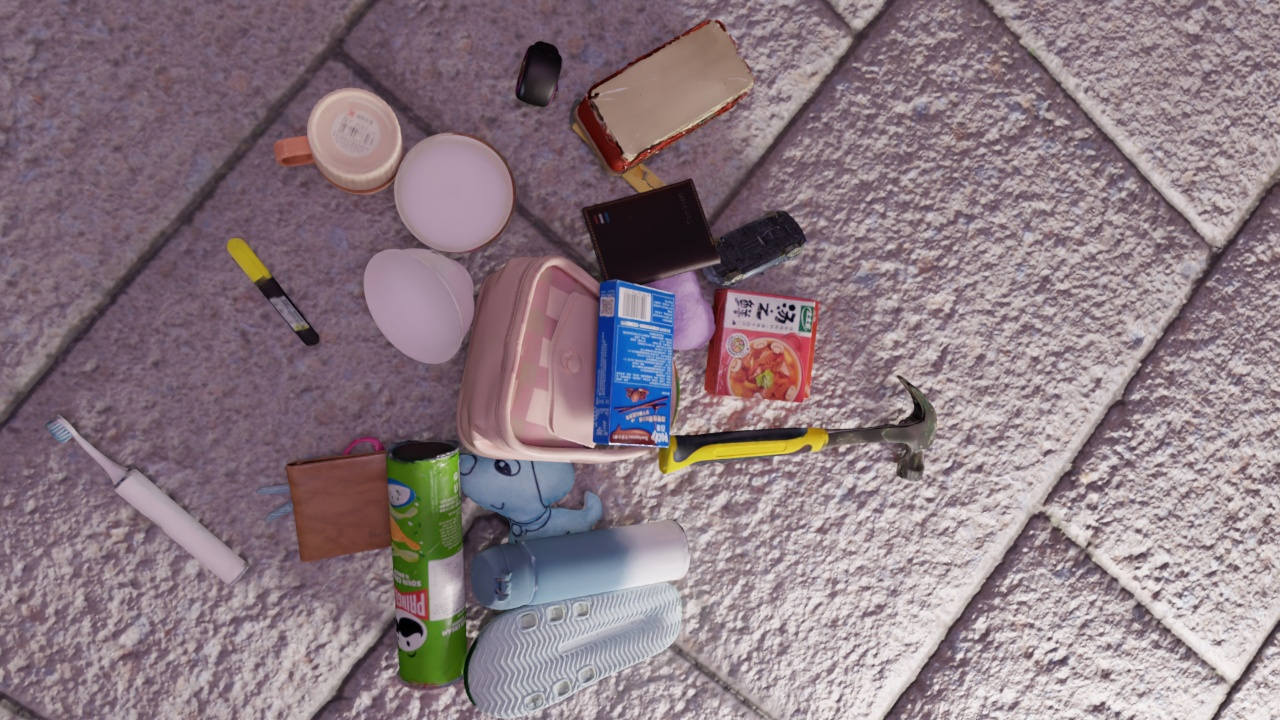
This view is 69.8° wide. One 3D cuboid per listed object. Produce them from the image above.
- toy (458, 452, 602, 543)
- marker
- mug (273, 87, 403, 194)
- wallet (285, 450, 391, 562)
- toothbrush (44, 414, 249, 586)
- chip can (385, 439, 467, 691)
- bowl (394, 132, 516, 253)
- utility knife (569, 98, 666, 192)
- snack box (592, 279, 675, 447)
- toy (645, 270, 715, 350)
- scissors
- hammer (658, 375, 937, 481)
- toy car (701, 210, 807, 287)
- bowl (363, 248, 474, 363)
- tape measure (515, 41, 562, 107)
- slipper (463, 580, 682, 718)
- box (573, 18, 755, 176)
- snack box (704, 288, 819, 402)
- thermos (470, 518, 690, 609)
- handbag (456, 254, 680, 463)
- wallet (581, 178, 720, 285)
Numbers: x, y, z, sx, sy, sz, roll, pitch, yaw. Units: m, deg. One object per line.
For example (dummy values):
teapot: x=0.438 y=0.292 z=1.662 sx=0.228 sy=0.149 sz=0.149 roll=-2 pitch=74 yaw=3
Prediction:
toy: x=-0.112 y=0.131 z=0.934 sx=0.161 sy=0.050 sz=0.156 roll=1 pitch=92 yaw=-24
marker: x=-0.351 y=-0.065 z=0.879 sx=0.018 sy=0.015 sz=0.124 roll=-37 pitch=105 yaw=-9
mug: x=-0.276 y=-0.197 z=0.840 sx=0.114 sy=0.106 sz=0.081 roll=-10 pitch=96 yaw=-14
wallet: x=-0.278 y=0.140 z=0.894 sx=0.115 sy=0.020 sz=0.101 roll=-8 pitch=106 yaw=-15
toothbrush: x=-0.459 y=0.130 z=0.856 sx=0.221 sy=0.027 sz=0.026 roll=46 pitch=54 yaw=-13
chip can: x=-0.204 y=0.195 z=0.885 sx=0.072 sy=0.072 sz=0.236 roll=-3 pitch=103 yaw=-14
bowl: x=-0.180 y=-0.159 z=0.890 sx=0.113 sy=0.062 sz=0.113 roll=-1 pitch=93 yaw=-13
utility knife: x=-0.010 y=-0.203 z=0.958 sx=0.173 sy=0.019 sz=0.031 roll=41 pitch=89 yaw=-18
snack box: x=-0.005 y=0.005 z=0.900 sx=0.084 sy=0.026 sz=0.157 roll=8 pitch=82 yaw=-45
toy: x=0.038 y=-0.060 z=0.963 sx=0.083 sy=0.039 sz=0.108 roll=-23 pitch=93 yaw=-14
scissors: x=-0.305 y=0.133 z=0.903 sx=0.137 sy=0.017 sz=0.096 roll=-30 pitch=107 yaw=-8
hammer: x=0.175 y=0.082 z=0.981 sx=0.323 sy=0.032 sz=0.126 roll=-3 pitch=115 yaw=-18
toy car: x=0.119 y=-0.117 z=0.976 sx=0.120 sy=0.037 sz=0.054 roll=-26 pitch=72 yaw=-16
bowl: x=-0.200 y=-0.063 z=0.883 sx=0.118 sy=0.119 sz=0.064 roll=58 pitch=41 yaw=-11
tape measure: x=-0.098 y=-0.280 z=0.905 sx=0.039 sy=0.057 sz=0.057 roll=15 pitch=81 yaw=-16
slipper: x=-0.069 y=0.281 z=0.945 sx=0.244 sy=0.074 sz=0.104 roll=-10 pitch=95 yaw=-29
box: x=0.028 y=-0.264 z=0.919 sx=0.168 sy=0.079 sz=0.091 roll=-34 pitch=97 yaw=-14
snack box: x=0.139 y=-0.015 z=0.990 sx=0.127 sy=0.044 sz=0.113 roll=5 pitch=92 yaw=-15
thermos: x=-0.058 y=0.201 z=0.914 sx=0.220 sy=0.070 sz=0.070 roll=-2 pitch=94 yaw=-30
handbag: x=-0.057 y=0.017 z=0.914 sx=0.234 sy=0.094 sz=0.193 roll=20 pitch=74 yaw=-35
wallet: x=0.011 y=-0.128 z=0.944 sx=0.122 sy=0.020 sz=0.096 roll=-16 pitch=80 yaw=-4
